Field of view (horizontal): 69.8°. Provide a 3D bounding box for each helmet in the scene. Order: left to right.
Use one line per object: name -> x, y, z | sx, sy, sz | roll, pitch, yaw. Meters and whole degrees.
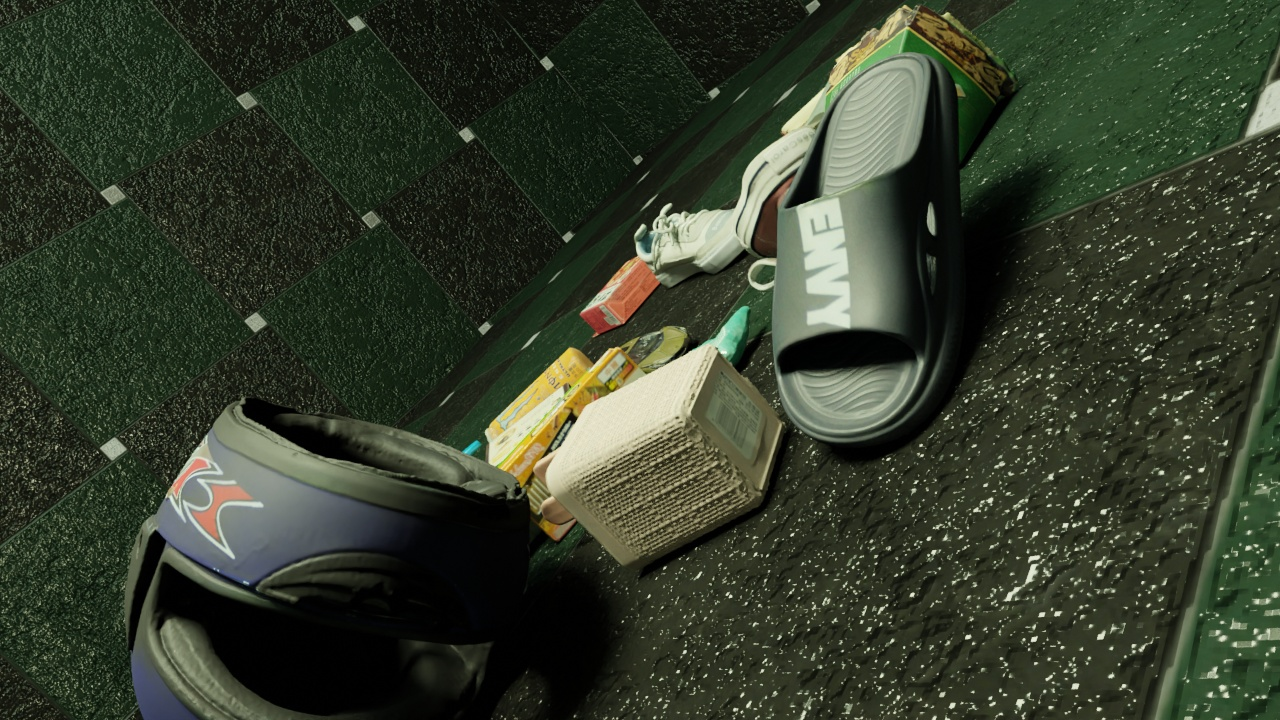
helmet -> -0.201, 0.164, 0.595 | 0.316, 0.247, 0.240 | 6, 80, 67

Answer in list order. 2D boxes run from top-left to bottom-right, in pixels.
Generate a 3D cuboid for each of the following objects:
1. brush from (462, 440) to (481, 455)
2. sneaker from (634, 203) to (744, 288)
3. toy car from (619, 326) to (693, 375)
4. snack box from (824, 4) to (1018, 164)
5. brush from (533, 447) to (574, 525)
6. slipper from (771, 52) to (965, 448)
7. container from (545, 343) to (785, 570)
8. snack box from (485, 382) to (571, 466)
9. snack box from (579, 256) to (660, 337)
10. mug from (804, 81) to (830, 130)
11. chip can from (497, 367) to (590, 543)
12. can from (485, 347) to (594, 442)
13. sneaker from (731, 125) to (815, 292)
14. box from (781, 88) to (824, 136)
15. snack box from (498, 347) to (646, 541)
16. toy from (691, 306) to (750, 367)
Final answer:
brush -> -0.176, 0.136, 0.855 | 0.083, 0.046, 0.255 | -45, -10, -34
sneaker -> 0.061, -0.154, 1.106 | 0.089, 0.091, 0.243 | -50, 14, -18
toy car -> -0.006, 0.005, 0.928 | 0.159, 0.042, 0.070 | -26, 23, 49
snack box -> 0.212, -0.194, 0.736 | 0.118, 0.117, 0.105 | -30, 31, 58
brush -> -0.015, 0.072, 0.686 | 0.146, 0.063, 0.072 | -35, 12, 33
slipper -> 0.116, -0.081, 0.517 | 0.111, 0.083, 0.267 | -15, 52, 44
container -> 0.020, 0.057, 0.565 | 0.111, 0.090, 0.089 | -32, 17, 36
snack box -> -0.104, 0.083, 0.927 | 0.113, 0.053, 0.125 | -38, 17, 2
snack box -> -0.027, -0.096, 1.312 | 0.113, 0.044, 0.127 | -50, 13, -21
mug -> 0.225, -0.236, 0.890 | 0.124, 0.084, 0.103 | -4, 37, 34
chip can -> -0.098, 0.113, 0.804 | 0.235, 0.072, 0.072 | -47, 12, -11
can -> -0.112, 0.053, 1.077 | 0.146, 0.058, 0.058 | -43, 12, 9
sneaker -> 0.132, -0.107, 0.741 | 0.118, 0.088, 0.241 | -32, -9, 3
box -> 0.236, -0.293, 1.009 | 0.168, 0.080, 0.091 | -43, 13, 8
snack box -> -0.046, 0.069, 0.766 | 0.153, 0.075, 0.026 | -48, 13, -11
toy -> 0.053, 0.007, 0.758 | 0.092, 0.030, 0.096 | -39, 20, 48
